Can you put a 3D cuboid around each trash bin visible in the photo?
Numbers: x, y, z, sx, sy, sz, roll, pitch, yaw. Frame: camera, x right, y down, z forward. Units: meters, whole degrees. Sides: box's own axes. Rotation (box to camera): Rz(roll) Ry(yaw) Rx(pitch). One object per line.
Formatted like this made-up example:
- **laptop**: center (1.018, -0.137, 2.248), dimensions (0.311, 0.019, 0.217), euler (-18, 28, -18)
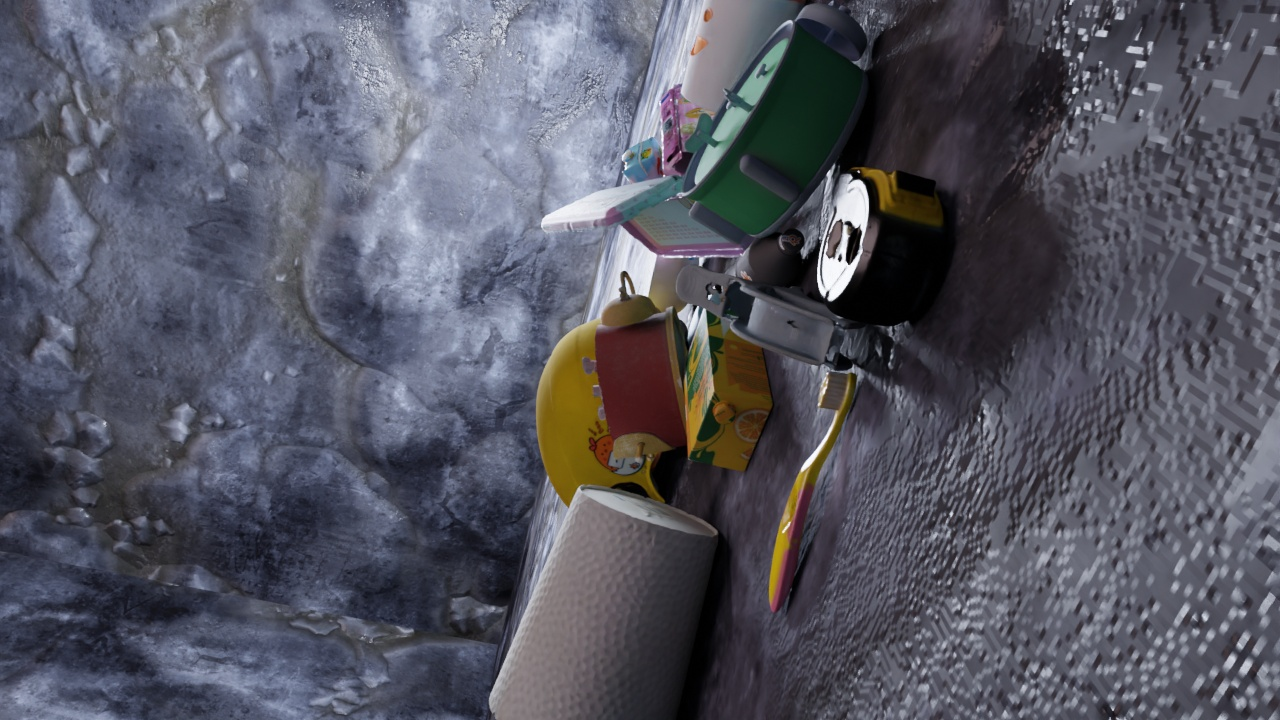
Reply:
- **trash bin**: center (-0.019, 0.181, 0.646), dimensions (0.133, 0.133, 0.161), euler (-161, 88, -83)

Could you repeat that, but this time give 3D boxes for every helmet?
- **helmet**: center (-0.039, 0.062, 0.918), dimensions (0.208, 0.139, 0.240), euler (-92, 16, -63)

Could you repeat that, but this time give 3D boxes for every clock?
- **clock**: center (-0.004, 0.004, 0.758), dimensions (0.117, 0.081, 0.158), euler (32, -132, -80)
- **clock**: center (0.086, -0.161, 0.577), dimensions (0.161, 0.075, 0.122), euler (-65, 12, -21)

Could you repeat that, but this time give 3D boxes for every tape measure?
- **tape measure**: center (0.107, -0.052, 0.416), dimensions (0.072, 0.042, 0.071), euler (-133, 60, -78)

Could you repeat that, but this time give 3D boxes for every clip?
- **clip**: center (0.084, -0.023, 0.502), dimensions (0.162, 0.090, 0.027), euler (-139, 62, -66)

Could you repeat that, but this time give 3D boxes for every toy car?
- **toy car**: center (0.057, -0.021, 0.781), dimensions (0.107, 0.027, 0.060), euler (-86, 12, -49)

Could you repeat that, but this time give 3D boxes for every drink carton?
- **drink carton**: center (0.030, -0.156, 0.883), dimensions (0.039, 0.129, 0.044), euler (-22, 40, 26)
- **drink carton**: center (0.059, 0.019, 0.648), dimensions (0.122, 0.041, 0.058), euler (-88, 13, -58)

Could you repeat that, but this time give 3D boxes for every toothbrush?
- **toothbrush**: center (0.084, 0.069, 0.471), dimensions (0.021, 0.016, 0.135), euler (-111, 35, -74)

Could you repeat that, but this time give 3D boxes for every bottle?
- **bottle**: center (0.084, -0.062, 0.616), dimensions (0.110, 0.036, 0.036), euler (130, 152, -74)

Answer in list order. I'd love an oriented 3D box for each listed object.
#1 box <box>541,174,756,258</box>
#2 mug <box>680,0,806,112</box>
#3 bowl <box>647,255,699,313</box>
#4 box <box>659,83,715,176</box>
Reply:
- **box**: center (0.003, -0.124, 0.785), dimensions (0.214, 0.140, 0.062), euler (-163, 80, -68)
- **mug**: center (0.086, -0.271, 0.786), dimensions (0.082, 0.082, 0.105), euler (-90, 14, -59)
- **bowl**: center (0.038, -0.089, 0.960), dimensions (0.110, 0.040, 0.110), euler (16, -92, -85)
- **box**: center (0.074, -0.216, 0.864), dimensions (0.091, 0.084, 0.230), euler (-42, 22, 23)
